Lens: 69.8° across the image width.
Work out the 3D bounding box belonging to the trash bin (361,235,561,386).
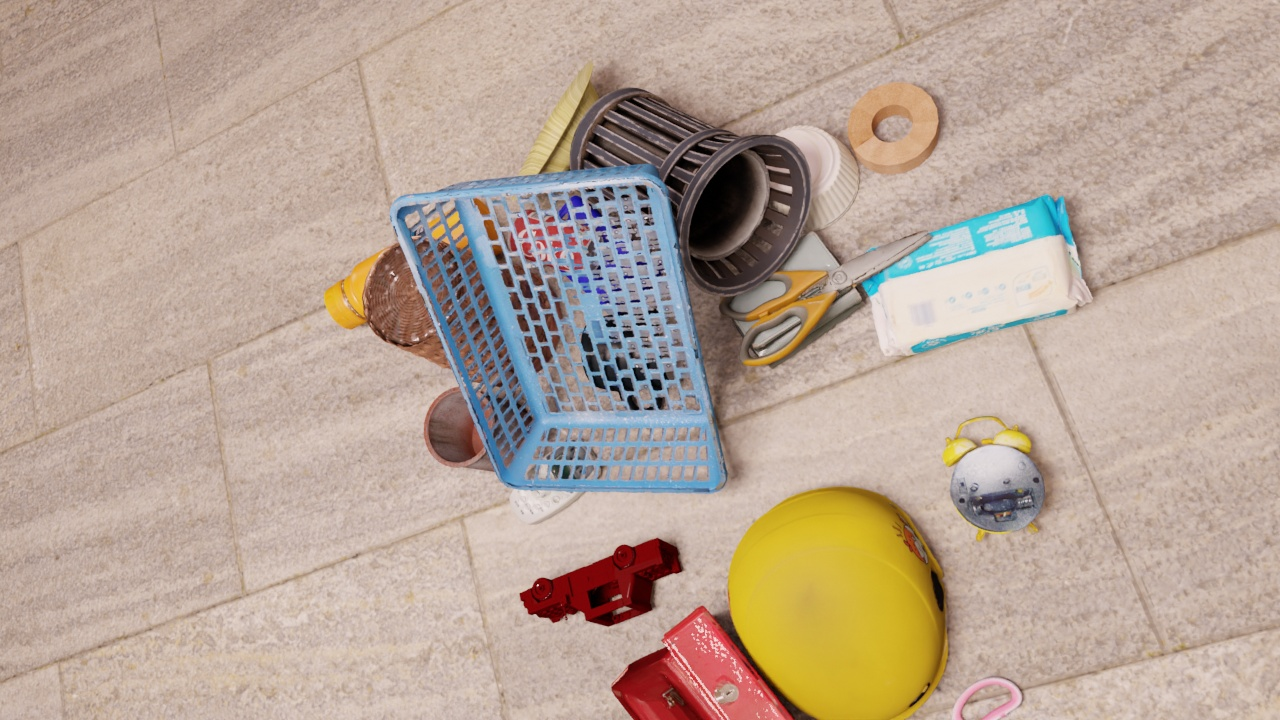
[{"bbox_3d":[-0.200,-0.059,1.030,0.151,0.210,0.151,-4,77,19],"label":"trash bin"}]

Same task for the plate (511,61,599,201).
[{"bbox_3d":[-0.089,-0.259,1.077,0.036,0.184,0.184,29,91,-19],"label":"plate"}]

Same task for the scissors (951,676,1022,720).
[{"bbox_3d":[0.299,0.381,0.864,0.179,0.016,0.101,-39,70,10],"label":"scissors"}]

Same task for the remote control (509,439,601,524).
[{"bbox_3d":[-0.099,0.141,1.052,0.114,0.028,0.060,-38,70,10],"label":"remote control"}]

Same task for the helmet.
[{"bbox_3d":[0.183,0.238,0.867,0.209,0.139,0.240,-27,72,14],"label":"helmet"}]

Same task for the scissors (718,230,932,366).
[{"bbox_3d":[0.191,-0.066,0.927,0.229,0.016,0.113,-22,65,18],"label":"scissors"}]

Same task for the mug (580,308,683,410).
[{"bbox_3d":[-0.006,0.006,1.021,0.095,0.085,0.122,-6,107,20],"label":"mug"}]

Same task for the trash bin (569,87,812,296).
[{"bbox_3d":[0.040,-0.190,0.967,0.164,0.164,0.227,-54,47,4],"label":"trash bin"}]

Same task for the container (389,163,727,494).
[{"bbox_3d":[-0.059,-0.027,0.900,0.257,0.363,0.089,-1,38,17],"label":"container"}]

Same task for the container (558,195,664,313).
[{"bbox_3d":[-0.046,-0.116,1.051,0.113,0.085,0.084,41,96,21],"label":"container"}]

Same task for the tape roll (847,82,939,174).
[{"bbox_3d":[0.272,-0.249,0.986,0.094,0.027,0.094,-4,78,20],"label":"tape roll"}]

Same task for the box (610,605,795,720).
[{"bbox_3d":[0.083,0.327,0.896,0.157,0.137,0.127,46,103,21],"label":"box"}]

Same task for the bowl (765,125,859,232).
[{"bbox_3d":[0.175,-0.203,0.995,0.115,0.062,0.115,-4,78,20],"label":"bowl"}]

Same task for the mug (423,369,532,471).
[{"bbox_3d":[-0.174,0.068,1.053,0.096,0.110,0.123,33,92,18],"label":"mug"}]

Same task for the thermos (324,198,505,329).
[{"bbox_3d":[-0.284,-0.118,1.153,0.233,0.091,0.076,-27,100,14],"label":"thermos"}]

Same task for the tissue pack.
[{"bbox_3d":[0.325,-0.080,0.914,0.210,0.066,0.117,-16,75,19],"label":"tissue pack"}]

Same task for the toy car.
[{"bbox_3d":[-0.040,0.248,0.986,0.170,0.070,0.061,-25,60,15],"label":"toy car"}]

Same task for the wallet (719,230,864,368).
[{"bbox_3d":[0.161,-0.066,0.984,0.132,0.054,0.100,-36,71,7],"label":"wallet"}]

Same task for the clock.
[{"bbox_3d":[0.337,0.111,0.877,0.083,0.057,0.118,-14,76,18],"label":"clock"}]

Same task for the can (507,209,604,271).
[{"bbox_3d":[-0.092,-0.128,0.994,0.097,0.054,0.054,19,87,21],"label":"can"}]
